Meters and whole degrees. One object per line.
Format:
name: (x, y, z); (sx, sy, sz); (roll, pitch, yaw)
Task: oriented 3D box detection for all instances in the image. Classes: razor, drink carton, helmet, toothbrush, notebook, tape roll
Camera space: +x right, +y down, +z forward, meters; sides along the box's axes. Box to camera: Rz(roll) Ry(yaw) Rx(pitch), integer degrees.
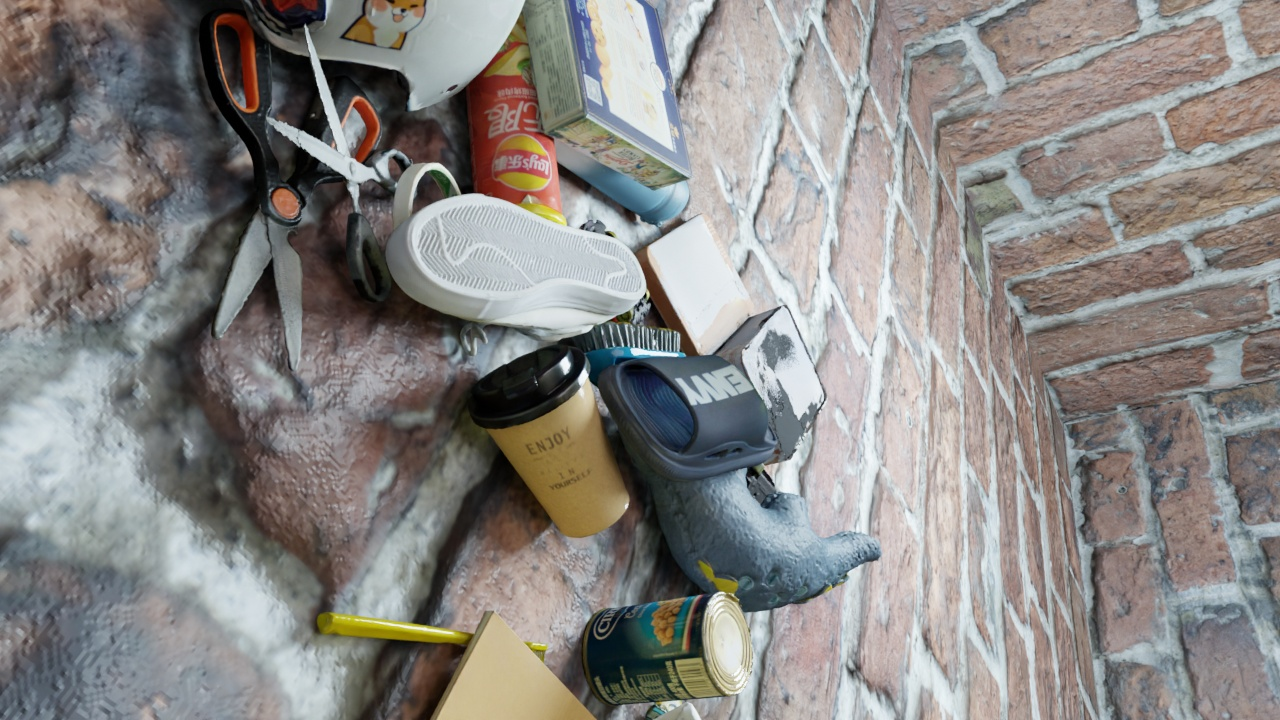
razor: (0.041, 0.262, 0.795); (0.043, 0.028, 0.132); (32, 43, -5)
drink carton: (0.045, 0.340, 0.727); (0.122, 0.053, 0.045); (66, -6, -13)
helmet: (-0.170, -0.308, 0.592); (0.273, 0.157, 0.229); (28, 45, -47)
toothbrush: (-0.123, 0.179, 0.581); (0.190, 0.016, 0.016); (30, 57, -49)
notebook: (-0.072, 0.288, 0.600); (0.211, 0.012, 0.149); (57, 40, -29)
tape roll: (-0.148, -0.097, 0.651); (0.085, 0.014, 0.086); (0, 89, -74)

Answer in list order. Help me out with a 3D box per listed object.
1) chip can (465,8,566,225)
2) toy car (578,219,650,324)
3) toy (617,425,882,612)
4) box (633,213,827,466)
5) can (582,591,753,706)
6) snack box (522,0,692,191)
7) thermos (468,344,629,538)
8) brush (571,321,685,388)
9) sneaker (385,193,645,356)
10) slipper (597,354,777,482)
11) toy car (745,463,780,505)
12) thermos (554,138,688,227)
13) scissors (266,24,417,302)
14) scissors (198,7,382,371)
chip can: (-0.106, -0.198, 0.743); (0.073, 0.073, 0.216); (17, 59, -55)
toy car: (-0.028, -0.080, 0.848); (0.106, 0.031, 0.049); (61, 32, -17)
toy: (0.095, 0.156, 0.850); (0.356, 0.092, 0.137); (34, 68, -29)
box: (0.098, -0.029, 0.993); (0.261, 0.082, 0.176); (64, 32, -9)
can: (0.022, 0.221, 0.702); (0.075, 0.111, 0.075); (33, 49, -48)
snack box: (-0.029, -0.255, 0.789); (0.182, 0.046, 0.177); (13, 64, -59)
thermos: (-0.062, 0.058, 0.676); (0.143, 0.093, 0.092); (67, 30, -26)
brush: (-0.005, 0.005, 0.820); (0.143, 0.055, 0.073); (6, 69, -58)
sneaker: (-0.100, -0.056, 0.671); (0.241, 0.091, 0.089); (0, 63, -55)
slipper: (0.060, 0.033, 0.767); (0.110, 0.083, 0.267); (53, 20, 22)
toy car: (0.114, 0.151, 0.943); (0.070, 0.042, 0.158); (-50, 126, -13)
thermos: (-0.030, -0.195, 0.870); (0.220, 0.070, 0.070); (23, 56, -52)
scissors: (-0.180, -0.120, 0.578); (0.159, 0.014, 0.181); (-70, 158, -62)
scissors: (-0.225, -0.114, 0.554); (0.204, 0.022, 0.223); (57, 34, -25)
